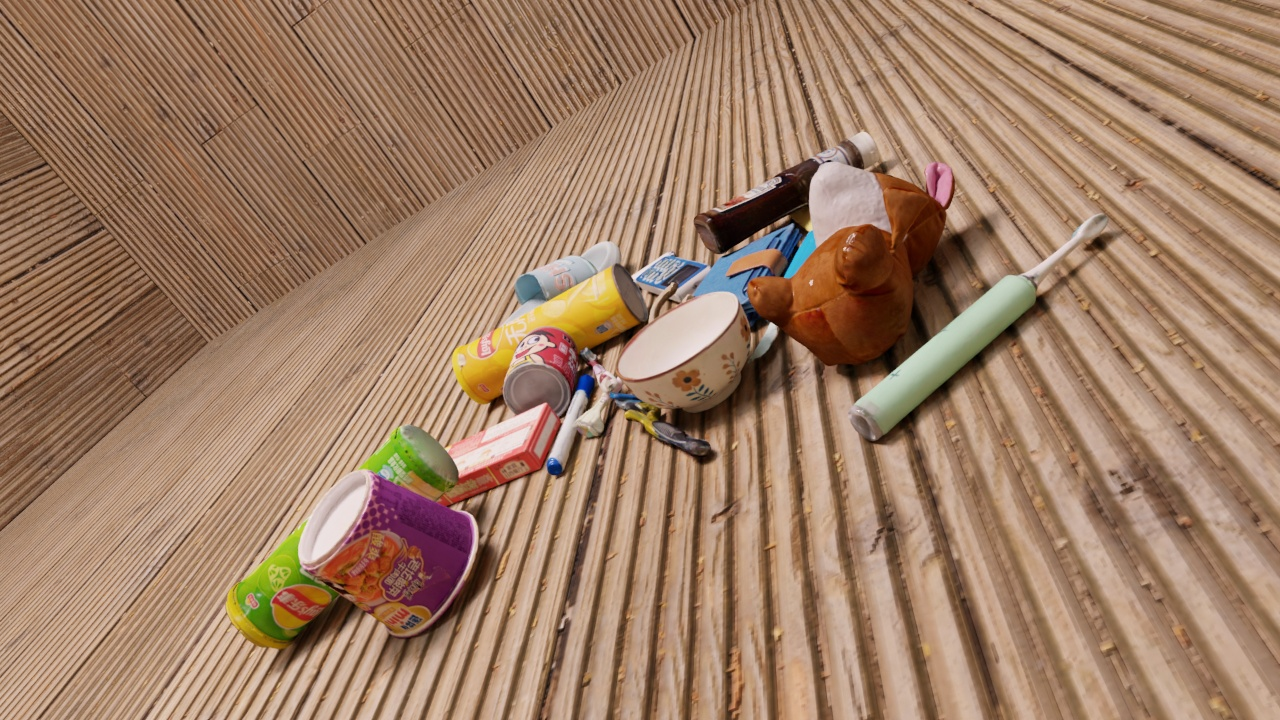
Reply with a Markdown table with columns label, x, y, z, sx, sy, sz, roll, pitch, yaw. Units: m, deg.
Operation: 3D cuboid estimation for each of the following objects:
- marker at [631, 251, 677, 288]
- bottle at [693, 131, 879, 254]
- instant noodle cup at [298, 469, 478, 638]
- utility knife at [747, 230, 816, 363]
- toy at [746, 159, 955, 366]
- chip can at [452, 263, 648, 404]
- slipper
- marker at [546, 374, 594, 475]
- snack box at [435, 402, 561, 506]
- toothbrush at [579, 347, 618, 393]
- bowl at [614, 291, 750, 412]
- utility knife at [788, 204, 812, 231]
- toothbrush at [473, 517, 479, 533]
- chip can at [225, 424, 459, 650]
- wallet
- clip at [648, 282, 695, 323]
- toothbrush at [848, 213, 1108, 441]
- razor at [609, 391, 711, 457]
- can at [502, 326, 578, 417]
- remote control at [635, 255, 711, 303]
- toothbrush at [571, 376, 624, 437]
| label | x | y | z | sx | sy | sz | roll | pitch | yaw |
| --- | --- | --- | --- | --- | --- | --- | --- | --- | --- |
| marker | -0.013 | -0.087 | 1.069 | 0.131 | 0.018 | 0.022 | -33 | 12 | 5 |
| bottle | 0.151 | -0.172 | 0.934 | 0.195 | 0.044 | 0.080 | -29 | 16 | -3 |
| instant noodle cup | -0.198 | 0.143 | 0.705 | 0.112 | 0.099 | 0.111 | -32 | 37 | 27 |
| utility knife | 0.132 | -0.061 | 0.798 | 0.034 | 0.018 | 0.206 | -21 | 24 | 41 |
| toy | 0.161 | -0.086 | 0.688 | 0.140 | 0.130 | 0.199 | -21 | 15 | 44 |
| chip can | -0.099 | -0.027 | 0.993 | 0.214 | 0.072 | 0.072 | -26 | 23 | 18 |
| slipper | -0.128 | -0.070 | 1.124 | 0.245 | 0.074 | 0.104 | -43 | 22 | -17 |
| marker | -0.063 | 0.057 | 0.837 | 0.017 | 0.017 | 0.145 | -25 | 23 | 22 |
| snack box | -0.150 | 0.095 | 0.869 | 0.153 | 0.025 | 0.075 | -24 | 25 | 25 |
| toothbrush | -0.041 | 0.007 | 0.871 | 0.016 | 0.017 | 0.187 | -40 | 12 | -1 |
| bowl | 0.043 | 0.001 | 0.738 | 0.114 | 0.062 | 0.113 | -29 | 23 | 14 |
| utility knife | 0.168 | -0.162 | 0.962 | 0.031 | 0.020 | 0.194 | -27 | 28 | 4 |
| toothbrush | -0.214 | 0.149 | 0.847 | 0.026 | 0.026 | 0.222 | -36 | 18 | -35 |
| chip can | -0.254 | 0.150 | 0.792 | 0.221 | 0.072 | 0.072 | -44 | 21 | 3 |
| wallet | 0.090 | -0.070 | 0.859 | 0.107 | 0.040 | 0.132 | -20 | 26 | 42 |
| clip | 0.025 | -0.014 | 0.802 | 0.081 | 0.034 | 0.104 | 20 | 81 | 53 |
| toothbrush | 0.221 | -0.027 | 0.587 | 0.224 | 0.026 | 0.027 | -39 | 0 | -10 |
| razor | 0.019 | 0.053 | 0.722 | 0.042 | 0.022 | 0.143 | 5 | 11 | -25 |
| can | -0.097 | 0.011 | 0.912 | 0.067 | 0.066 | 0.093 | -28 | 22 | 16 |
| remote control | 0.037 | -0.088 | 0.987 | 0.049 | 0.024 | 0.125 | -38 | 20 | -9 |
| toothbrush | -0.005 | 0.005 | 0.861 | 0.029 | 0.020 | 0.189 | 16 | 45 | 24 |
